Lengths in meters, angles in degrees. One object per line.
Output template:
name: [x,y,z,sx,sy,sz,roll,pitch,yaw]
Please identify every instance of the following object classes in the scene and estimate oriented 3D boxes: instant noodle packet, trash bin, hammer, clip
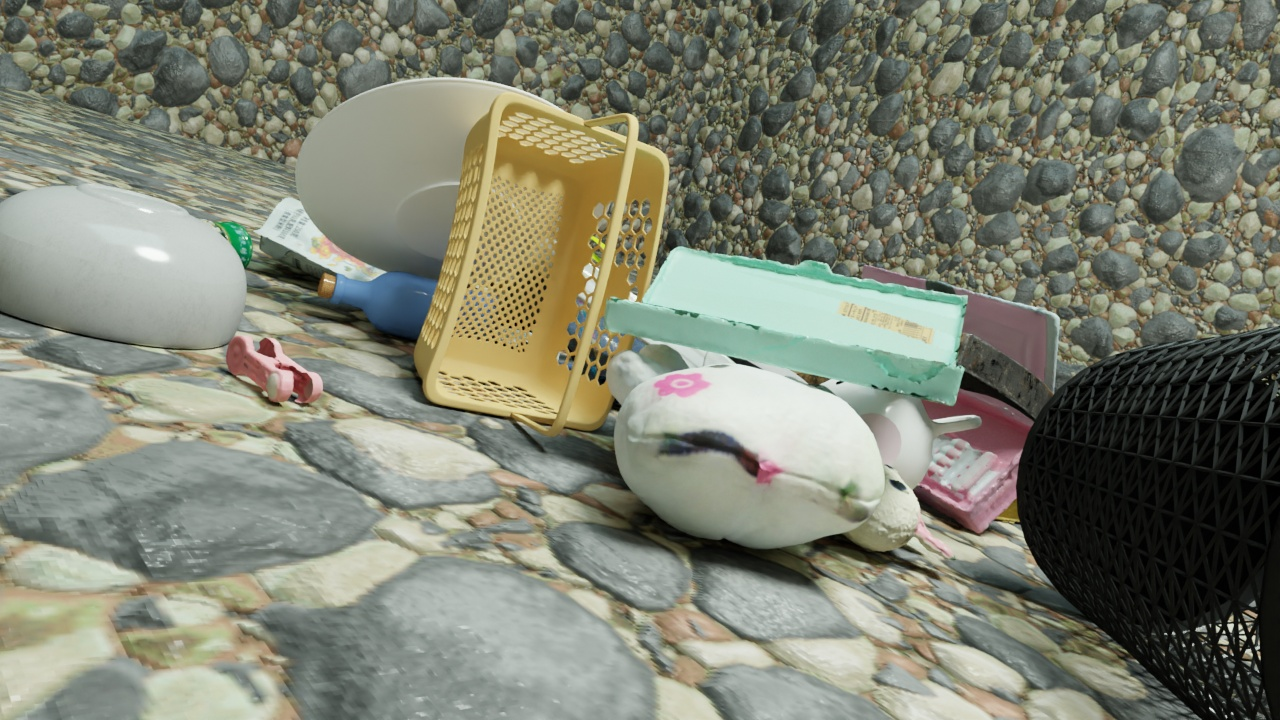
instant noodle packet: [-0.195,-0.068,0.823,0.269,0.057,0.146,22,9,-8]
trash bin: [0.300,0.078,0.405,0.217,0.217,0.243,17,2,-3]
hammer: [0.165,0.020,0.717,0.120,0.033,0.331,31,-14,-14]
clip: [-0.187,0.004,0.451,0.059,0.023,0.041,24,7,27]

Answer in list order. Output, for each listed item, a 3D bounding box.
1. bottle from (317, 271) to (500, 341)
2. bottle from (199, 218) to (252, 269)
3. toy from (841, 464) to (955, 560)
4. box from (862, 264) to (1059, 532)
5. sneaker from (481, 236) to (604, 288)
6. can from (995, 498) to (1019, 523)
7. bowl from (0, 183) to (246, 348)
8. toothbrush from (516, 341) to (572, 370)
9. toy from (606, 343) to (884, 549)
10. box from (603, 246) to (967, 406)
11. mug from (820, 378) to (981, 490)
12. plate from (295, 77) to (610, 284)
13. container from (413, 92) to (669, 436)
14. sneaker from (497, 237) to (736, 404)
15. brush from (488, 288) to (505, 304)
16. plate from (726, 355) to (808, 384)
bottle: [-0.173,-0.041,0.686,0.131,0.048,0.048,14,9,-27]
bottle: [-0.329,-0.082,0.655,0.043,0.043,0.109,20,10,16]
toy: [0.126,0.082,0.526,0.112,0.050,0.087,24,8,7]
box: [0.234,0.023,0.741,0.075,0.173,0.233,19,8,-26]
sneaker: [-0.111,-0.101,0.856,0.116,0.091,0.241,16,-12,47]
can: [0.292,0.098,0.746,0.099,0.054,0.059,12,12,-34]
bowl: [-0.283,-0.058,0.502,0.132,0.064,0.131,17,8,-3]
toothbrush: [-0.023,0.009,0.787,0.189,0.017,0.016,13,10,-33]
toy: [0.044,0.039,0.493,0.137,0.085,0.209,15,6,-2]
box: [0.086,-0.020,0.521,0.187,0.056,0.137,14,20,17]
mug: [0.163,0.049,0.603,0.124,0.090,0.076,-9,-2,5]
plate: [-0.134,-0.111,0.677,0.229,0.030,0.230,-4,-29,-3]
container: [-0.055,-0.054,0.562,0.129,0.183,0.167,13,1,-29]
sneaker: [-0.004,0.004,0.690,0.235,0.079,0.087,35,-11,3]
brush: [-0.031,-0.025,0.834,0.271,0.062,0.077,12,1,-45]
plate: [0.097,0.019,0.734,0.173,0.019,0.173,33,-9,6]
